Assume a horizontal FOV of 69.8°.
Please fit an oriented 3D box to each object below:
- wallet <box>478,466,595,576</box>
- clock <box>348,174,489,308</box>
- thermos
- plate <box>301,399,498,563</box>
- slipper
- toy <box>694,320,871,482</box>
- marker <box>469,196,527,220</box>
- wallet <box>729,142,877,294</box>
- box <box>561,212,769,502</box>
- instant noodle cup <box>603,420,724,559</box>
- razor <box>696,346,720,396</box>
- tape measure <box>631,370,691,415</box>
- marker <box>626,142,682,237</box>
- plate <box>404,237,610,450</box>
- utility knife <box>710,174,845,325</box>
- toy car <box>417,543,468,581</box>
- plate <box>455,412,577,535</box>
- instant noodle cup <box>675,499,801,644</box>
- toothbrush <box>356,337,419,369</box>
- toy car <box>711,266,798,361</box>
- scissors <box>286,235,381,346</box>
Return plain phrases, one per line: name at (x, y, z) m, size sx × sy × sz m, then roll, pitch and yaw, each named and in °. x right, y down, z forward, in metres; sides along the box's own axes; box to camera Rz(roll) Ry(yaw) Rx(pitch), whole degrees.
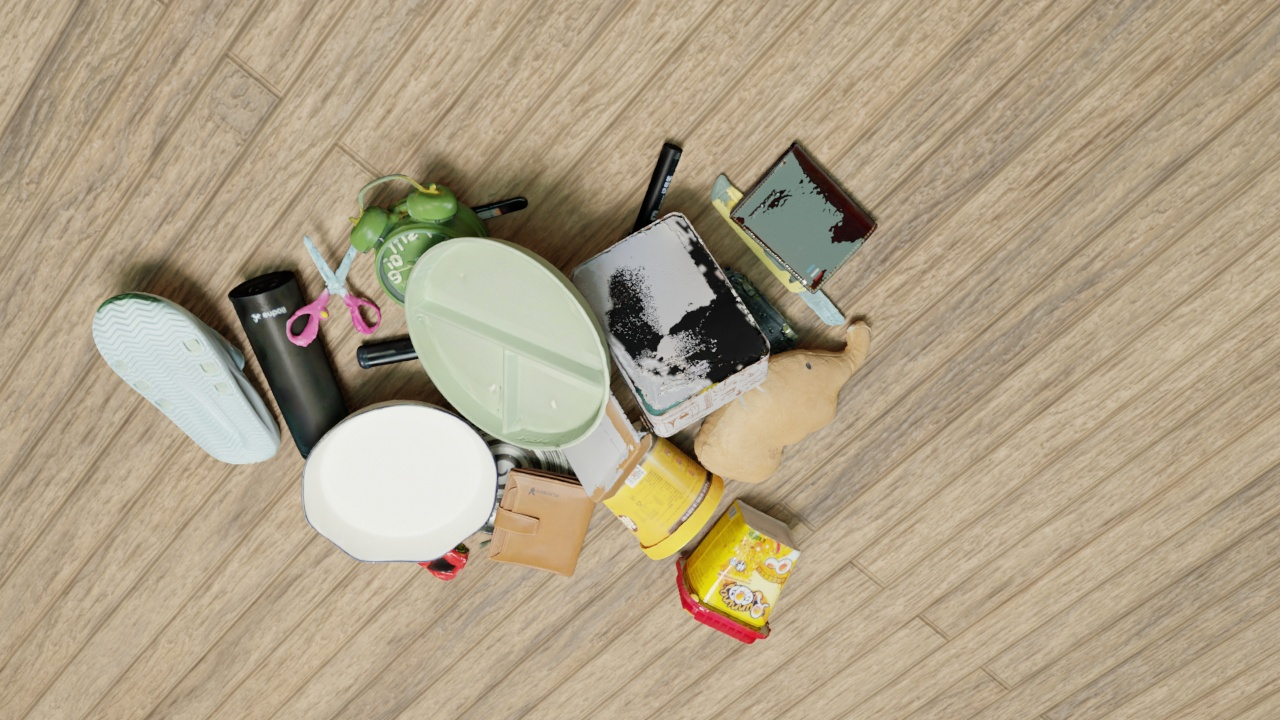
wallet at (-0.119, 0.183, 1.055) m, size 0.119 × 0.035 × 0.131 m, roll 11°, pitch 117°, yaw -12°
clock at (-0.214, -0.113, 0.901) m, size 0.116 × 0.056 × 0.161 m, roll -20°, pitch 128°, yaw 11°
thermos at (-0.352, 0.023, 0.991) m, size 0.089 × 0.068 × 0.243 m, roll -25°, pitch 119°, yaw -20°
plate at (-0.259, 0.129, 0.997) m, size 0.204 × 0.045 × 0.205 m, roll -6°, pitch 118°, yaw -12°
slipper at (-0.470, 0.017, 0.984) m, size 0.104 × 0.074 × 0.246 m, roll -17°, pitch 131°, yaw 8°
toy at (0.153, 0.042, 0.970) m, size 0.226 × 0.082 × 0.143 m, roll -46°, pitch 143°, yaw 19°
marker at (-0.173, -0.146, 0.925) m, size 0.124 × 0.015 × 0.018 m, roll -13°, pitch 145°, yaw 6°
wallet at (0.162, -0.139, 0.912) m, size 0.122 × 0.020 × 0.096 m, roll 40°, pitch 100°, yaw -15°
box at (-0.012, 0.002, 0.896) m, size 0.272 × 0.132 × 0.179 m, roll -40°, pitch 68°, yaw 23°
instant noodle cup at (0.012, 0.137, 1.009) m, size 0.114 × 0.118 × 0.119 m, roll 43°, pitch 110°, yaw -10°
razor at (0.068, -0.009, 0.982) m, size 0.043 × 0.028 × 0.133 m, roll -9°, pitch 114°, yaw 10°
tape measure at (0.021, 0.032, 1.001) m, size 0.058 × 0.025 × 0.054 m, roll -26°, pitch 113°, yaw 14°
marker at (0.009, -0.153, 0.915) m, size 0.022 × 0.020 × 0.132 m, roll 26°, pitch 116°, yaw 6°
plate at (-0.125, -0.015, 0.870) m, size 0.230 × 0.027 × 0.231 m, roll 16°, pitch 127°, yaw 22°
utility knife at (0.141, -0.106, 0.940) m, size 0.031 × 0.021 × 0.208 m, roll -37°, pitch 114°, yaw 23°
toy car at (-0.260, 0.225, 1.102) m, size 0.106 × 0.031 × 0.049 m, roll 36°, pitch 111°, yaw -13°
plate at (-0.161, 0.124, 1.054) m, size 0.179 × 0.024 × 0.180 m, roll 0°, pitch 117°, yaw 0°
instant noodle cup at (0.116, 0.240, 1.062) m, size 0.116 × 0.116 × 0.124 m, roll 28°, pitch 102°, yaw -11°
toothbrush at (-0.198, -0.020, 0.982) m, size 0.213 × 0.026 × 0.027 m, roll -9°, pitch 103°, yaw 5°
toy car at (0.113, -0.046, 0.956) m, size 0.054 × 0.036 × 0.120 m, roll -39°, pitch 118°, yaw 18°
scissors at (-0.309, -0.070, 0.943) m, size 0.131 × 0.017 × 0.133 m, roll 30°, pitch 86°, yaw -45°
